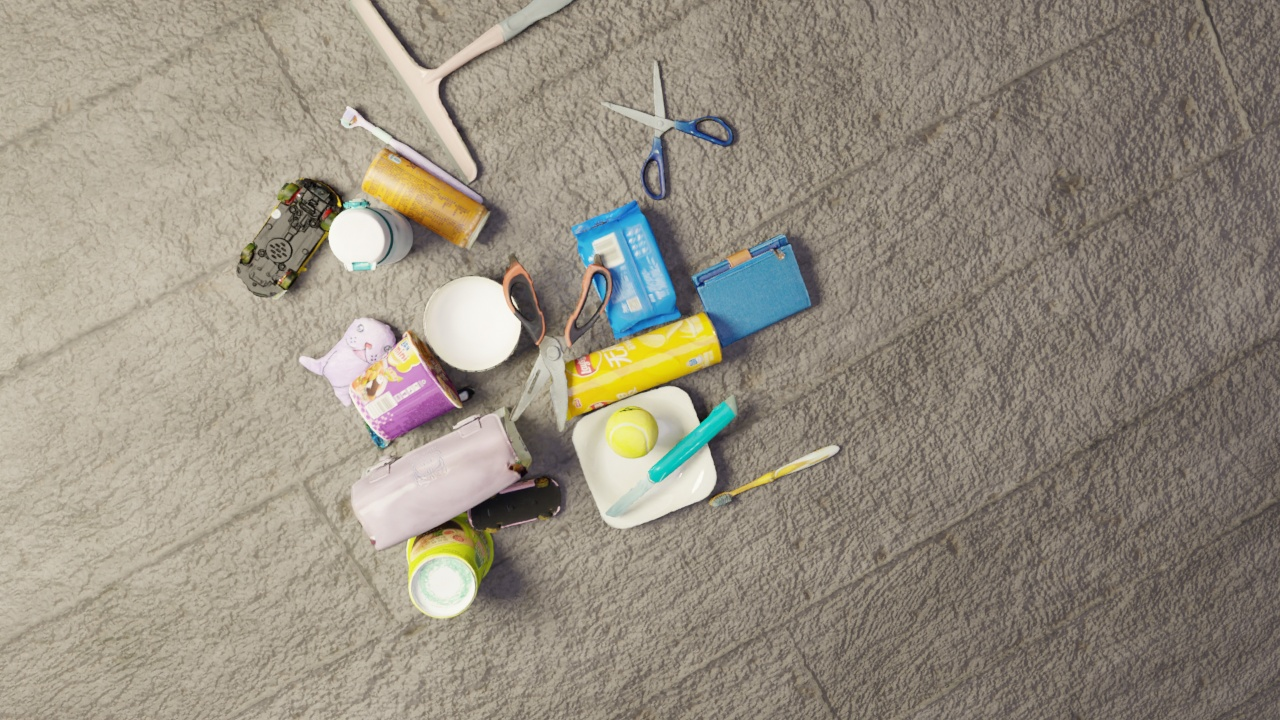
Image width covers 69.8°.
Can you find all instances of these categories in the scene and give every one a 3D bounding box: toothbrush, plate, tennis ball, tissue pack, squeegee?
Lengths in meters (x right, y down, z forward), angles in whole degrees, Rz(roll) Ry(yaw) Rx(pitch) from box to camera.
[{"bbox_3d":[0.180,0.155,1.226,0.191,0.018,0.016,-23,103,-4],"label":"toothbrush"},{"bbox_3d":[0.005,0.123,1.189,0.163,0.034,0.164,-20,100,-4],"label":"plate"},{"bbox_3d":[-0.010,0.089,1.131,0.065,0.065,0.065,-1,99,-8],"label":"tennis ball"},{"bbox_3d":[-0.016,-0.111,1.141,0.095,0.052,0.157,-23,101,-2],"label":"tissue pack"},{"bbox_3d":[-0.173,-0.381,1.086,0.249,0.040,0.247,-34,101,-2],"label":"squeegee"},{"bbox_3d":[-0.272,-0.242,1.102,0.189,0.021,0.029,32,135,-13],"label":"toothbrush"}]

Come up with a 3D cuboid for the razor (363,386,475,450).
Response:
[{"bbox_3d":[-0.273,0.067,1.149,0.142,0.022,0.043,-24,102,-4],"label":"razor"}]

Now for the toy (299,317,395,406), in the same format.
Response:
[{"bbox_3d":[-0.348,-0.008,1.117,0.108,0.039,0.084,-43,112,1],"label":"toy"}]

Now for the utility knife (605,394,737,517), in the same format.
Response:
[{"bbox_3d":[0.041,0.125,1.169,0.223,0.013,0.029,-41,103,-2],"label":"utility knife"}]

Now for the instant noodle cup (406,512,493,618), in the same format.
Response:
[{"bbox_3d":[-0.238,0.256,1.130,0.111,0.123,0.112,-1,98,-8],"label":"instant noodle cup"}]

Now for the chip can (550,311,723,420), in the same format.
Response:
[{"bbox_3d":[-0.007,0.007,1.152,0.213,0.072,0.072,-20,101,-5],"label":"chip can"}]

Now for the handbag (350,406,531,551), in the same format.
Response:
[{"bbox_3d":[-0.236,0.137,1.102,0.197,0.145,0.098,-26,104,-4],"label":"handbag"}]

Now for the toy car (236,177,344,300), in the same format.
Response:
[{"bbox_3d":[-0.416,-0.145,1.086,0.071,0.041,0.156,35,91,-11],"label":"toy car"}]

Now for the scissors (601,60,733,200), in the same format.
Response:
[{"bbox_3d":[0.030,-0.282,1.142,0.173,0.012,0.162,16,96,-9],"label":"scissors"}]

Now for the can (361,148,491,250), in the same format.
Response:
[{"bbox_3d":[-0.254,-0.191,1.093,0.146,0.058,0.058,30,93,-11],"label":"can"}]

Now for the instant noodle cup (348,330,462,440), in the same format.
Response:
[{"bbox_3d":[-0.284,0.036,1.097,0.099,0.111,0.111,-34,102,-2],"label":"instant noodle cup"}]

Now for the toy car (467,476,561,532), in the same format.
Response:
[{"bbox_3d":[-0.161,0.182,1.171,0.122,0.037,0.056,-9,108,-24],"label":"toy car"}]

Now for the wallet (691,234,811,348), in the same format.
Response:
[{"bbox_3d":[0.142,-0.089,1.174,0.133,0.040,0.106,-26,110,-4],"label":"wallet"}]

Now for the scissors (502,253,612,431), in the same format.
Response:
[{"bbox_3d":[-0.103,-0.031,1.094,0.189,0.015,0.227,-28,100,-10],"label":"scissors"}]

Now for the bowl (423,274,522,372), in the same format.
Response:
[{"bbox_3d":[-0.203,-0.047,1.118,0.116,0.066,0.116,-1,98,-9],"label":"bowl"}]

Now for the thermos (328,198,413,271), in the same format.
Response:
[{"bbox_3d":[-0.295,-0.139,1.011,0.073,0.224,0.073,-1,98,-8],"label":"thermos"}]
